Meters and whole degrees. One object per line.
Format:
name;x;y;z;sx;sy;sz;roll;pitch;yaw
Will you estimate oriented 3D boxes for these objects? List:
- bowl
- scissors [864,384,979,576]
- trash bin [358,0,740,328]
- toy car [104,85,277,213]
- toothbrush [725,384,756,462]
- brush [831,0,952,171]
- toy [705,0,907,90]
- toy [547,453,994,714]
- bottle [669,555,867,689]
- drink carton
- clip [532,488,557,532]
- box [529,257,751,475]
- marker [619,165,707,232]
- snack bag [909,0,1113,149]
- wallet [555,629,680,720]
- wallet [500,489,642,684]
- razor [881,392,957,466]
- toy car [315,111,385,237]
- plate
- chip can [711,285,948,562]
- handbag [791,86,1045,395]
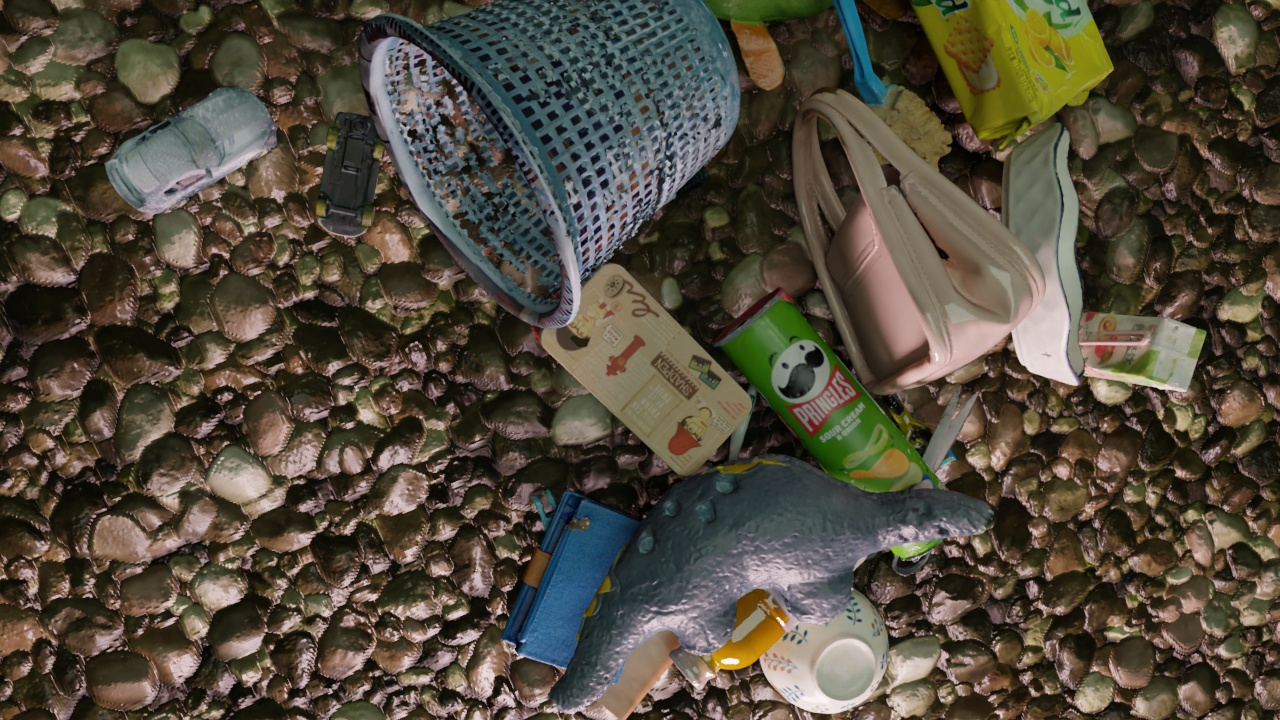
bowl;0.164;0.251;0.781;0.113;0.062;0.113;-1;96;-11
scissors;0.231;0.102;0.781;0.145;0.014;0.172;-13;105;6
trash bin;-0.047;-0.166;0.634;0.194;0.227;0.226;-37;101;-22
toy car;-0.326;-0.154;0.670;0.120;0.037;0.054;-33;100;-8
toothbrush;0.066;0.108;0.773;0.018;0.016;0.191;16;93;0
brush;0.164;-0.232;0.687;0.045;0.083;0.255;-49;125;-21
toy;0.091;-0.322;0.695;0.246;0.090;0.227;-11;98;-13
toy;0.081;0.145;0.692;0.356;0.091;0.137;-22;75;3
bottle;0.105;0.191;0.754;0.189;0.068;0.068;-41;101;-9
drink carton;0.401;-0.010;0.762;0.045;0.122;0.053;17;93;-10
clip;-0.071;0.132;0.753;0.041;0.014;0.056;-28;99;-6
box;-0.004;0.004;0.726;0.091;0.079;0.168;-47;107;-4
marker;-0.002;-0.118;0.737;0.130;0.018;0.022;-35;109;-5
snack bag;0.271;-0.293;0.714;0.157;0.068;0.246;-34;101;-37
wallet;-0.024;0.229;0.769;0.115;0.020;0.101;41;86;-9
wallet;-0.041;0.182;0.738;0.106;0.040;0.133;24;85;-16
razor;0.215;0.035;0.787;0.043;0.022;0.143;-33;97;11
toy car;-0.216;-0.138;0.689;0.042;0.035;0.090;11;94;-9
plate;0.319;-0.081;0.721;0.046;0.204;0.205;-3;98;28
chip can;0.161;0.051;0.739;0.072;0.072;0.236;-41;94;-4
handbag;0.178;-0.096;0.688;0.093;0.193;0.234;-28;79;-6
